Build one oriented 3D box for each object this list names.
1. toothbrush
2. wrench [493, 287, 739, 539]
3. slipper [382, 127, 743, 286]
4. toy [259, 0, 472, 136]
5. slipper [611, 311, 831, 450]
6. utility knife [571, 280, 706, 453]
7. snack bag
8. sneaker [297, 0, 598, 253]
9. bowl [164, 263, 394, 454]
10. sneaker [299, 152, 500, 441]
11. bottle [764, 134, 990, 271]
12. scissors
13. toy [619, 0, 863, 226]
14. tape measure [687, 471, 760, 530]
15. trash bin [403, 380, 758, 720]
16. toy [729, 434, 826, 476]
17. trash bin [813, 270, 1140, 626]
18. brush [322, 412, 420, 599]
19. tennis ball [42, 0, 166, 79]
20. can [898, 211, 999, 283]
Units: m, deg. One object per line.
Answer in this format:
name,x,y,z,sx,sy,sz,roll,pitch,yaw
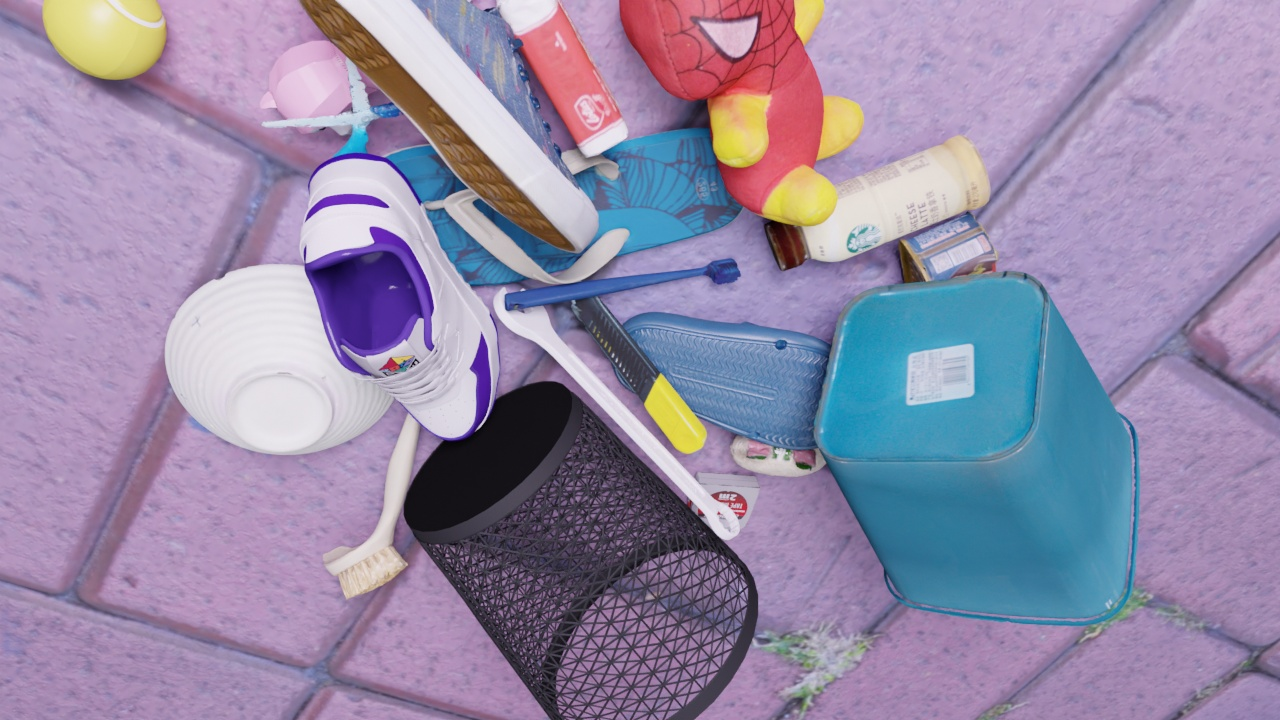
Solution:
toothbrush,-0.010,-0.057,0.707,0.189,0.017,0.016,-10,132,-16
wrench,-0.015,0.043,0.730,0.273,0.047,0.009,47,120,-8
slipper,-0.062,-0.105,0.668,0.295,0.060,0.118,-8,128,-2
toy,-0.182,-0.216,0.572,0.158,0.067,0.123,-25,122,14
slipper,0.082,0.007,0.764,0.214,0.059,0.104,16,119,-1
utility knife,-0.004,0.004,0.735,0.029,0.020,0.174,-30,106,27
snack bag,-0.051,-0.195,0.596,0.036,0.077,0.116,-28,123,8
sneaker,-0.090,-0.158,0.541,0.079,0.087,0.235,-55,130,-13
bowl,-0.273,0.020,0.703,0.177,0.070,0.178,-7,124,-11
sneaker,-0.160,-0.015,0.637,0.092,0.111,0.244,-15,130,4
bottle,0.176,-0.114,0.695,0.162,0.056,0.056,-21,124,7
scissors,-0.172,-0.156,0.590,0.133,0.014,0.128,-13,156,-11
toy,0.063,-0.192,0.591,0.099,0.147,0.216,-13,132,36
tape measure,0.076,0.133,0.869,0.060,0.020,0.062,5,123,-11
trash bin,-0.055,0.160,0.767,0.217,0.216,0.243,-30,116,12
toy,0.124,0.082,0.818,0.087,0.112,0.050,2,88,13
trash bin,0.251,0.063,0.695,0.197,0.198,0.218,-5,143,36
brush,-0.211,0.099,0.788,0.077,0.061,0.273,28,115,7
tennis ball,-0.325,-0.205,0.558,0.065,0.065,0.065,-4,124,-6
can,0.245,-0.067,0.726,0.059,0.054,0.100,-25,145,7
